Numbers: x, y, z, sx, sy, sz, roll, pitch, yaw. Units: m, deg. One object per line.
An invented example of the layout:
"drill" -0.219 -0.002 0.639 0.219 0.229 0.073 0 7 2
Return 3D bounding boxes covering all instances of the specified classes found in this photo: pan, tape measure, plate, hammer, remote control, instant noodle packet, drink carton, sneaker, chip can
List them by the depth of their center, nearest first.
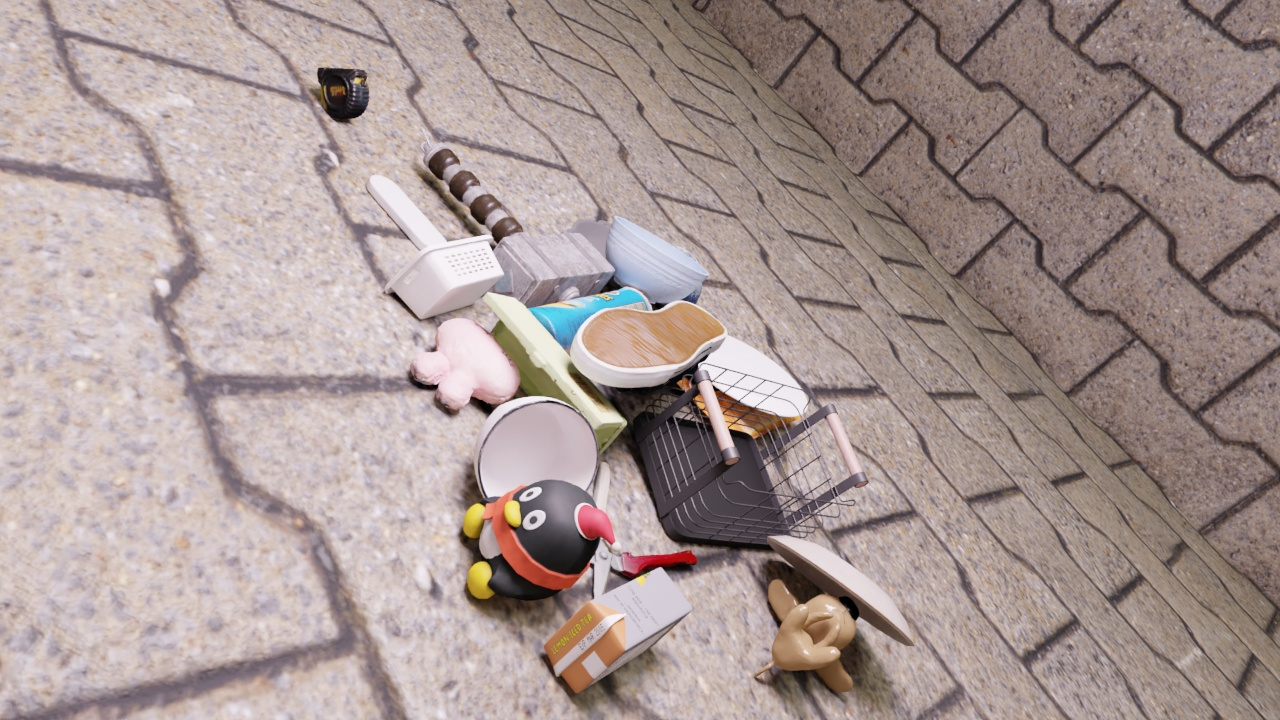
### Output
"drink carton" -0.016 0.227 0.783 0.048 0.076 0.124 50 24 19
"plate" 0.221 0.242 1.001 0.189 0.027 0.189 37 -9 7
"sneaker" -0.006 0.006 1.042 0.121 0.127 0.293 39 21 16
"remote control" -0.283 -0.176 1.113 0.136 0.013 0.043 47 28 14
"chip can" -0.068 -0.039 1.114 0.080 0.080 0.229 47 28 14
"hammer" -0.193 -0.187 1.175 0.326 0.080 0.176 47 28 15
"tape measure" -0.380 -0.345 1.187 0.067 0.063 0.038 9 15 26
"plate" 0.138 0.018 1.277 0.208 0.015 0.208 24 23 -11
"instant noodle packet" 0.131 0.044 1.290 0.160 0.032 0.220 47 27 18
"pan" -0.008 -0.104 1.324 0.216 0.024 0.354 23 26 -31

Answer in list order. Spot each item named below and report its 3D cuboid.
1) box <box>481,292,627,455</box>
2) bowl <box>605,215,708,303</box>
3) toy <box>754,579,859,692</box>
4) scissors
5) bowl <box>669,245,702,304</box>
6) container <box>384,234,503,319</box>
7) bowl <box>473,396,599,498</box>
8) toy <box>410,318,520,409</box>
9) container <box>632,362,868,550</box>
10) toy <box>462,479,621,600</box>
"box" -0.091 0.012 0.969 0.064 0.131 0.188 -38 74 -18
"bowl" 0.010 -0.125 1.243 0.150 0.075 0.150 31 13 -8
"toy" 0.170 0.279 0.926 0.134 0.106 0.108 55 19 19
"scissors" -0.026 0.172 0.917 0.198 0.015 0.179 12 39 -41
"bowl" 0.050 -0.133 1.352 0.114 0.061 0.114 30 24 -15
"container" -0.209 -0.090 1.013 0.049 0.081 0.129 55 28 4
"bowl" -0.102 0.085 0.852 0.116 0.116 0.066 26 1 -26
"toy" -0.180 0.007 0.934 0.108 0.053 0.104 46 42 7
"container" 0.124 0.110 1.046 0.241 0.131 0.162 14 46 -41
"toy" -0.080 0.146 0.774 0.099 0.119 0.097 27 33 -36
